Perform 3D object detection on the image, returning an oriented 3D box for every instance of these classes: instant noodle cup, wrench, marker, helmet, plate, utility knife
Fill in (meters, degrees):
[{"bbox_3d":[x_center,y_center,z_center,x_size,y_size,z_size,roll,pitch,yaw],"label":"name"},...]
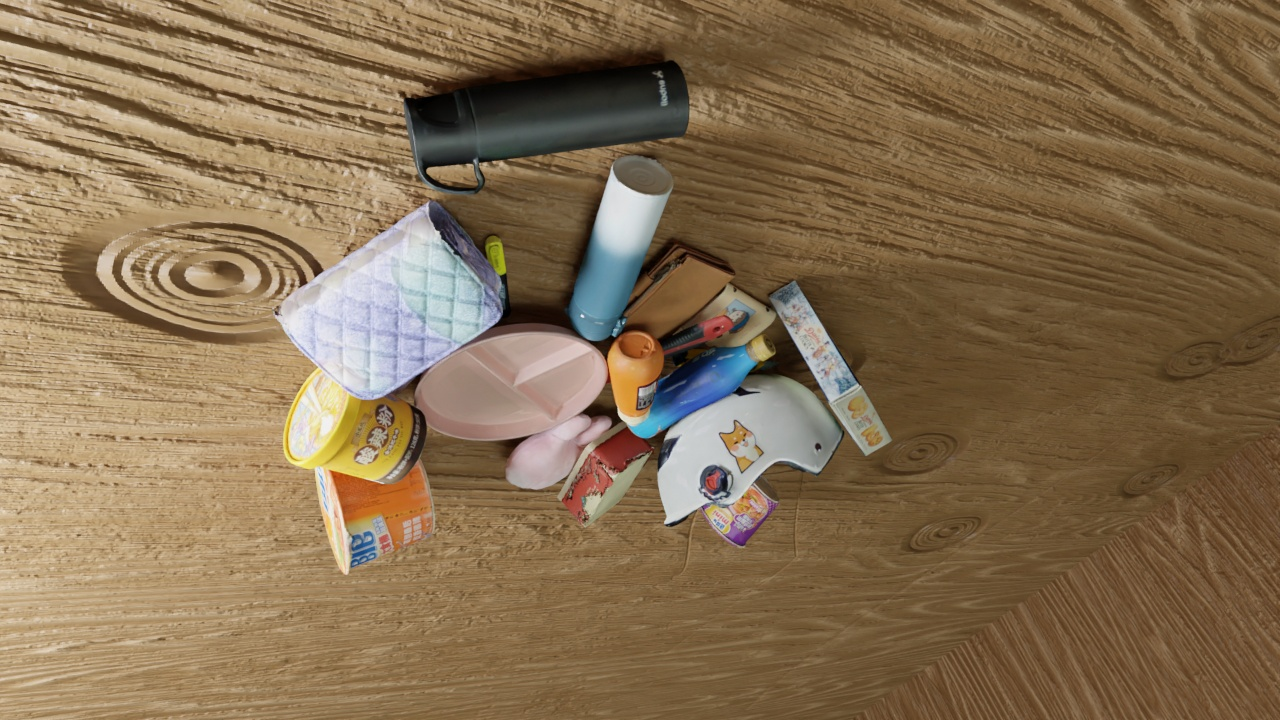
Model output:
[{"bbox_3d":[0.164,0.232,1.496,0.099,0.111,0.111,-46,139,16],"label":"instant noodle cup"},{"bbox_3d":[-0.308,0.076,1.006,0.119,0.118,0.114,-39,135,21],"label":"instant noodle cup"},{"bbox_3d":[-0.323,0.172,1.120,0.111,0.151,0.152,-13,144,-28],"label":"instant noodle cup"},{"bbox_3d":[-0.007,0.007,1.147,0.274,0.016,0.056,-27,142,22],"label":"wrench"},{"bbox_3d":[-0.151,-0.086,0.982,0.018,0.015,0.124,-12,145,-10],"label":"marker"},{"bbox_3d":[0.132,0.107,1.257,0.274,0.157,0.229,-24,175,13],"label":"helmet"},{"bbox_3d":[-0.153,0.026,1.086,0.229,0.028,0.230,-12,149,-8],"label":"plate"},{"bbox_3d":[0.116,0.002,1.241,0.180,0.015,0.033,5,140,-32],"label":"utility knife"}]

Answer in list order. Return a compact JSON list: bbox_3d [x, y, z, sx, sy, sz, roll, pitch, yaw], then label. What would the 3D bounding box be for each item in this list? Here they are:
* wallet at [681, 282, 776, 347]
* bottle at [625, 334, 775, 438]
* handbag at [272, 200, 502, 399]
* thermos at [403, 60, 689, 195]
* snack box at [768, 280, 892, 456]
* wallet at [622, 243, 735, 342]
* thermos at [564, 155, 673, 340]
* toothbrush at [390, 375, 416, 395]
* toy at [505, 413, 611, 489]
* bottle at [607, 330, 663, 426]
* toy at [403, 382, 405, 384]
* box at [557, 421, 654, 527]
[{"bbox_3d":[0.109,-0.052,1.164,0.087,0.024,0.115,-44,141,19],"label":"wallet"},{"bbox_3d":[0.076,0.030,1.184,0.219,0.065,0.065,-30,145,27],"label":"bottle"},{"bbox_3d":[-0.243,-0.056,0.911,0.194,0.075,0.134,-31,127,10],"label":"handbag"},{"bbox_3d":[-0.079,-0.204,0.810,0.242,0.090,0.068,-13,-175,-14],"label":"thermos"},{"bbox_3d":[0.246,0.012,1.181,0.046,0.182,0.178,-32,144,10],"label":"snack box"},{"bbox_3d":[0.034,-0.077,1.081,0.107,0.031,0.132,15,131,-45],"label":"wallet"},{"bbox_3d":[-0.026,-0.111,0.975,0.070,0.070,0.221,-4,141,-24],"label":"thermos"},{"bbox_3d":[-0.267,0.023,1.055,0.190,0.021,0.029,-43,164,23],"label":"toothbrush"},{"bbox_3d":[-0.111,0.119,1.235,0.160,0.054,0.121,-40,153,22],"label":"toy"},{"bbox_3d":[-0.007,0.030,1.116,0.066,0.066,0.150,-14,142,-13],"label":"bottle"},{"bbox_3d":[-0.242,-0.029,0.987,0.108,0.038,0.084,-31,126,14],"label":"toy"},{"bbox_3d":[-0.046,0.166,1.275,0.091,0.075,0.169,-32,162,-36],"label":"box"}]
